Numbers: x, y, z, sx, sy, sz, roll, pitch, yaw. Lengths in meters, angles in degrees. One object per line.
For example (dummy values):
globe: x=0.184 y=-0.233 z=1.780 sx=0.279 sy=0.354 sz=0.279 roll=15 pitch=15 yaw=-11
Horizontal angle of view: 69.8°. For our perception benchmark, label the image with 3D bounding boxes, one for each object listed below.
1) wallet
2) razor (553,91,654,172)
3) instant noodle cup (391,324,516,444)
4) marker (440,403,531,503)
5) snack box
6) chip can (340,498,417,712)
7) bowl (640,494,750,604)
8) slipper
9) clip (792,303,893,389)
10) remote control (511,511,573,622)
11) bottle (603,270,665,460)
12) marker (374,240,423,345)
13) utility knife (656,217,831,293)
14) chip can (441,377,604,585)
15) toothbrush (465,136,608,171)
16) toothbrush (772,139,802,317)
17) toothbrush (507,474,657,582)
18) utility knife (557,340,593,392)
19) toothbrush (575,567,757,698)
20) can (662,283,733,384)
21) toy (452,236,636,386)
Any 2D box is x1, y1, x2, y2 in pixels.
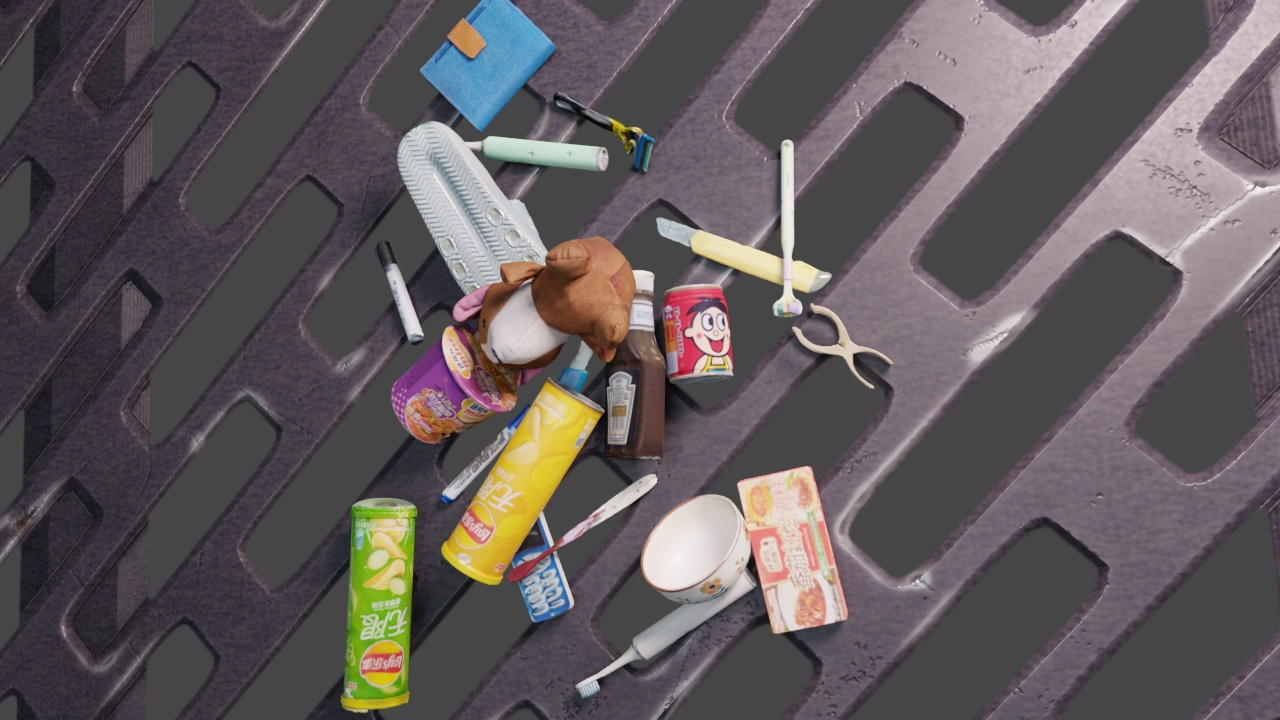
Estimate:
wallet: x=-0.175 y=-0.344 z=1.050 sx=0.133 sy=0.040 sz=0.106 roll=-45 pitch=79 yaw=7
razor: x=-0.040 y=-0.260 z=1.011 sx=0.143 sy=0.022 sz=0.043 roll=35 pitch=138 yaw=20
instant noodle cup: x=-0.205 y=0.033 z=0.989 sx=0.099 sy=0.111 sz=0.111 roll=-35 pitch=76 yaw=19
marker: x=-0.168 y=0.104 z=1.013 sx=0.146 sy=0.017 sz=0.017 roll=-45 pitch=75 yaw=8
snack box: x=0.150 y=0.187 z=0.909 sx=0.075 sy=0.025 sz=0.153 roll=-15 pitch=81 yaw=14
chip can: x=-0.285 y=0.262 z=1.003 sx=0.073 sy=0.072 sz=0.221 roll=0 pitch=85 yaw=16
bowl: x=0.063 y=0.194 z=0.905 sx=0.113 sy=0.113 sz=0.062 roll=-35 pitch=120 yaw=10
slipper: x=-0.175 y=-0.150 z=1.008 sx=0.104 sy=0.074 sz=0.245 roll=-33 pitch=94 yaw=18
clip: x=0.205 y=-0.025 z=0.910 sx=0.104 sy=0.034 sz=0.081 roll=23 pitch=92 yaw=12
remote control: x=-0.112 y=0.214 z=0.982 sx=0.049 sy=0.024 sz=0.125 roll=-25 pitch=74 yaw=12
bottle: x=-0.006 y=0.006 z=0.949 sx=0.080 sy=0.044 sz=0.194 roll=-8 pitch=80 yaw=56
marker: x=-0.280 y=-0.078 z=1.064 sx=0.023 sy=0.018 sz=0.130 roll=-29 pitch=76 yaw=32
utility knife: x=0.102 y=-0.111 z=0.955 sx=0.195 sy=0.020 sz=0.031 roll=22 pitch=86 yaw=10
chip can: x=-0.122 y=0.124 z=0.952 sx=0.072 sy=0.072 sz=0.213 roll=32 pitch=90 yaw=16
toothbrush: x=-0.144 y=-0.237 z=1.034 sx=0.225 sy=0.026 sz=0.027 roll=10 pitch=109 yaw=17
toothbrush: x=0.150 y=-0.137 z=0.935 sx=0.029 sy=0.020 sz=0.189 roll=-1 pitch=77 yaw=15
toothbrush: x=-0.059 y=0.176 z=0.961 sx=0.187 sy=0.017 sz=0.016 roll=-35 pitch=71 yaw=-3
utility knife: x=-0.085 y=0.045 z=0.994 sx=0.034 sy=0.018 sz=0.207 roll=26 pitch=92 yaw=5
toothbrush: x=0.022 y=0.279 z=0.935 sx=0.221 sy=0.026 sz=0.026 roll=-37 pitch=67 yaw=10
can: x=0.058 y=-0.026 z=0.935 sx=0.067 sy=0.066 sz=0.093 roll=-7 pitch=82 yaw=15
toy: x=-0.097 y=-0.042 z=0.922 sx=0.200 sy=0.130 sz=0.140 roll=-19 pitch=111 yaw=41
